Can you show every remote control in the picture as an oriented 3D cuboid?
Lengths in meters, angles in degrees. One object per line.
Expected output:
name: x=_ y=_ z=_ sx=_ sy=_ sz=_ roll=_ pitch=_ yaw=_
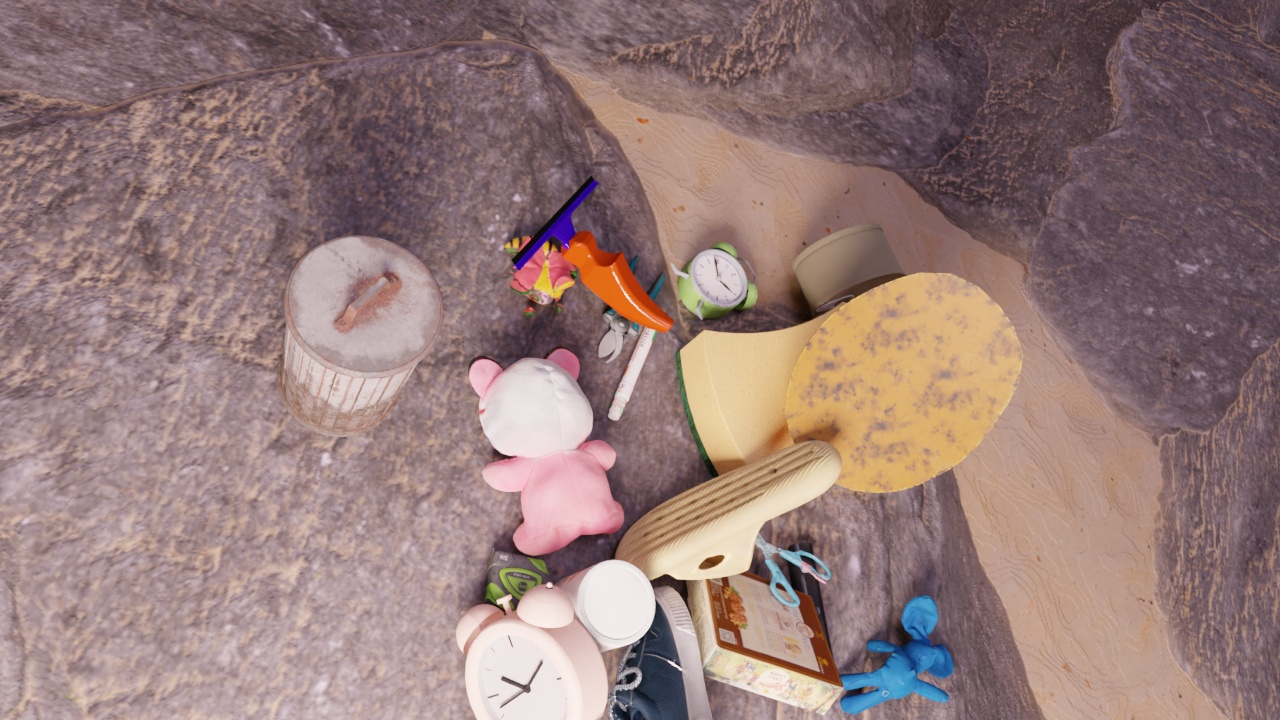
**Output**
remote control: x=0.196 y=0.283 z=1.050 sx=0.033 sy=0.015 sz=0.146 roll=1 pitch=69 yaw=-24

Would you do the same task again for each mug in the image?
mug: x=-0.043 y=0.245 z=0.904 sx=0.082 sy=0.106 sz=0.082 roll=10 pitch=65 yaw=-21

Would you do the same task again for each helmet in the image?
helmet: x=0.280 y=0.020 z=1.023 sx=0.255 sy=0.131 sz=0.205 roll=-41 pitch=90 yaw=9

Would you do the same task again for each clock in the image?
clock: x=0.095 y=-0.098 z=1.147 sx=0.119 sy=0.043 sz=0.094 roll=-21 pitch=80 yaw=-30
clock: x=-0.092 y=0.291 z=0.850 sx=0.086 sy=0.131 sz=0.160 roll=-24 pitch=89 yaw=-60

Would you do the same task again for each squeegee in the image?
squeegee: x=-0.036 y=-0.097 z=1.056 sx=0.185 sy=0.055 sz=0.248 roll=41 pitch=35 yaw=-8

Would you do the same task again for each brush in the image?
brush: x=0.181 y=0.048 z=1.106 sx=0.249 sy=0.075 sz=0.195 roll=-12 pitch=75 yaw=-28

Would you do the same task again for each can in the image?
can: x=0.267 y=-0.114 z=1.183 sx=0.127 sy=0.128 sz=0.073 roll=-12 pitch=73 yaw=-28

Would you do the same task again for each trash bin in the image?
trash bin: x=-0.265 y=-0.018 z=0.847 sx=0.130 sy=0.212 sz=0.130 roll=9 pitch=66 yaw=-21

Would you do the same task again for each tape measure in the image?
tape measure: x=-0.124 y=0.226 z=0.917 sx=0.065 sy=0.036 sz=0.058 roll=17 pitch=54 yaw=-14

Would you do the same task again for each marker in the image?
marker: x=-0.006 y=0.006 z=1.072 sx=0.017 sy=0.017 sz=0.145 roll=29 pitch=60 yaw=-11

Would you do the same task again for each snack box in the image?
snack box: x=0.125 y=0.283 z=0.956 sx=0.147 sy=0.041 sz=0.143 roll=23 pitch=22 yaw=-14

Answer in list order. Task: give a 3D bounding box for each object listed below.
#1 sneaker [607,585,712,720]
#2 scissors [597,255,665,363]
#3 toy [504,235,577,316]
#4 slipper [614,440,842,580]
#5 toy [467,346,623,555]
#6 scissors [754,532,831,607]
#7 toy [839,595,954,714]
sneaker: x=0.012 y=0.313 z=0.875 sx=0.087 sy=0.089 sz=0.235 roll=2 pitch=29 yaw=-9
scissors: x=-0.016 y=-0.066 z=1.097 sx=0.130 sy=0.019 sz=0.149 roll=-14 pitch=77 yaw=-27
toy: x=-0.116 y=-0.103 z=1.053 sx=0.084 sy=0.046 sz=0.103 roll=-13 pitch=68 yaw=-20
slipper: x=0.098 y=0.171 z=0.963 sx=0.261 sy=0.111 sz=0.079 roll=-28 pitch=111 yaw=7
toy: x=-0.095 y=0.088 z=0.958 sx=0.141 sy=0.084 sz=0.213 roll=-11 pitch=77 yaw=-28
scissors: x=0.148 y=0.226 z=1.023 sx=0.138 sy=0.015 sz=0.119 roll=25 pitch=33 yaw=2
toy: x=0.297 y=0.341 z=1.045 sx=0.176 sy=0.071 sz=0.112 roll=-18 pitch=89 yaw=-30
